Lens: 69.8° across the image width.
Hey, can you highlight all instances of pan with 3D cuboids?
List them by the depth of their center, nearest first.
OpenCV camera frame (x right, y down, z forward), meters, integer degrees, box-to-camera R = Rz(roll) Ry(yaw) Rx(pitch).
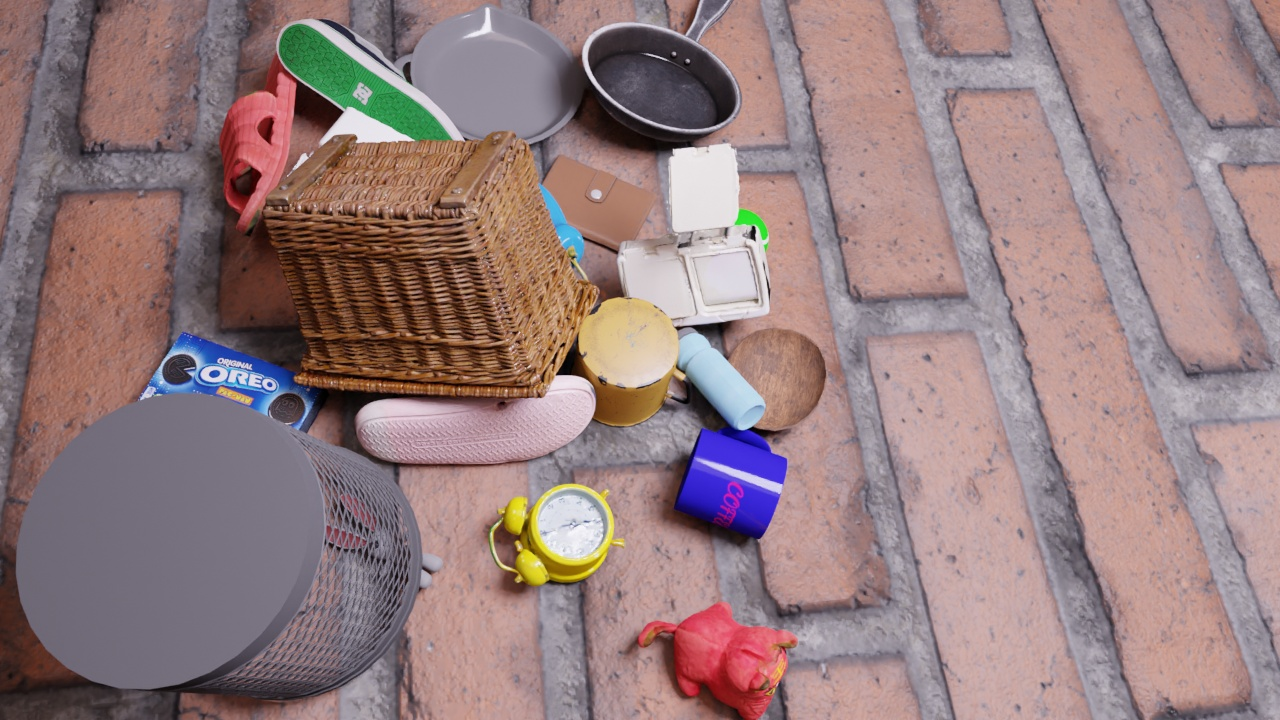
[{"bbox_3d":[-0.103,-0.322,1.063,0.354,0.024,0.216,-4,66,-14],"label":"pan"},{"bbox_3d":[0.055,-0.372,1.082,0.187,0.055,0.355,28,49,0],"label":"pan"}]

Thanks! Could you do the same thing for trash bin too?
[{"bbox_3d":[-0.300,0.145,0.690,0.218,0.227,0.217,0,72,1],"label":"trash bin"}]

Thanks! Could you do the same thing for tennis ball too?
[{"bbox_3d":[0.103,-0.128,0.975,0.065,0.065,0.065,3,65,-6],"label":"tennis ball"}]

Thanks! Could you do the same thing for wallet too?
[{"bbox_3d":[-0.052,-0.173,1.006,0.121,0.013,0.087,24,65,4],"label":"wallet"}]

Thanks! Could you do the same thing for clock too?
[{"bbox_3d":[-0.077,0.158,0.825,0.118,0.057,0.083,-11,67,-19],"label":"clock"},{"bbox_3d":[-0.111,-0.113,0.919,0.060,0.117,0.161,-33,73,-32],"label":"clock"}]

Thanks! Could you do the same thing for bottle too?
[{"bbox_3d":[0.070,0.013,0.906,0.040,0.040,0.130,-28,54,-18],"label":"bottle"}]

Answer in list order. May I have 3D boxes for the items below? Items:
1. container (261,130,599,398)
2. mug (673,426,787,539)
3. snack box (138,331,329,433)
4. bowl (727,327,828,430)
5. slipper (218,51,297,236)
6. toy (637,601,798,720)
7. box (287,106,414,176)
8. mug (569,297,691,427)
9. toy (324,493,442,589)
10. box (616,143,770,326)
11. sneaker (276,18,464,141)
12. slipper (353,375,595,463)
[{"bbox_3d":[-0.190,-0.089,0.798,0.250,0.183,0.161,2,39,18],"label":"container"},{"bbox_3d":[0.087,0.105,0.864,0.083,0.079,0.111,19,40,2],"label":"mug"},{"bbox_3d":[-0.381,0.034,0.863,0.150,0.027,0.082,19,65,2],"label":"snack box"},{"bbox_3d":[0.136,0.023,0.928,0.102,0.026,0.114,15,67,15],"label":"bowl"},{"bbox_3d":[-0.398,-0.234,0.943,0.059,0.104,0.248,16,53,-30],"label":"slipper"},{"bbox_3d":[0.067,0.243,0.784,0.133,0.094,0.088,20,64,5],"label":"toy"},{"bbox_3d":[-0.298,-0.166,0.922,0.121,0.109,0.136,28,64,7],"label":"box"},{"bbox_3d":[-0.005,0.005,0.884,0.124,0.094,0.100,24,65,5],"label":"mug"},{"bbox_3d":[-0.230,0.164,0.819,0.112,0.030,0.049,29,70,8],"label":"toy"},{"bbox_3d":[0.040,-0.101,0.867,0.144,0.187,0.070,-7,39,15],"label":"box"},{"bbox_3d":[-0.266,-0.276,0.977,0.235,0.084,0.078,40,29,-12],"label":"sneaker"},{"bbox_3d":[-0.151,0.052,0.847,0.221,0.107,0.055,-7,50,-3],"label":"slipper"}]
